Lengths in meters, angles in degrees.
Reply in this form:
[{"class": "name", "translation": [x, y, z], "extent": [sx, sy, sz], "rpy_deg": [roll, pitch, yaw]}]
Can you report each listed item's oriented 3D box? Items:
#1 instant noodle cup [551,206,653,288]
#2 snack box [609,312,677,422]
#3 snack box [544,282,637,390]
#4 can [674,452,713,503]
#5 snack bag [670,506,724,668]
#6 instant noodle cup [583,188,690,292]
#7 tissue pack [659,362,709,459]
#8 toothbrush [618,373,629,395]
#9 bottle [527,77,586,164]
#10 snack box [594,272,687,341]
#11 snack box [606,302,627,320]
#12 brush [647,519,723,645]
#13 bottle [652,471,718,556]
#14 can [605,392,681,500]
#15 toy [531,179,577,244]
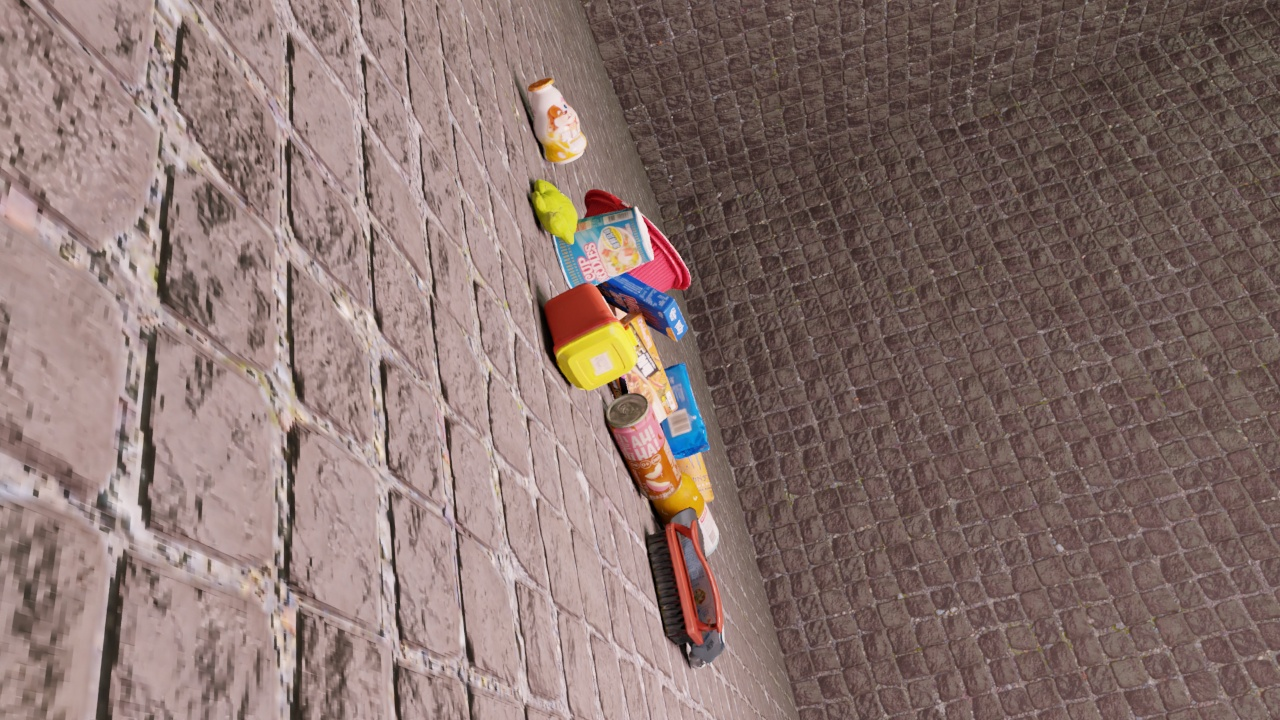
[{"class": "instant noodle cup", "translation": [-0.045, -0.144, 1.152], "extent": [0.099, 0.110, 0.099], "rpy_deg": [-17, 89, -82]}, {"class": "snack box", "translation": [-0.006, 0.019, 1.221], "extent": [0.026, 0.075, 0.154], "rpy_deg": [11, -50, 48]}, {"class": "snack box", "translation": [-0.052, -0.027, 0.940], "extent": [0.091, 0.082, 0.080], "rpy_deg": [63, 2, -59]}, {"class": "can", "translation": [0.079, 0.176, 1.566], "extent": [0.058, 0.058, 0.146], "rpy_deg": [42, 31, -77]}, {"class": "snack bag", "translation": [0.069, 0.292, 1.172], "extent": [0.111, 0.038, 0.190], "rpy_deg": [121, -34, -42]}, {"class": "instant noodle cup", "translation": [-0.024, -0.146, 1.268], "extent": [0.194, 0.065, 0.194], "rpy_deg": [40, -13, 11]}, {"class": "tissue pack", "translation": [0.040, 0.079, 1.356], "extent": [0.052, 0.095, 0.157], "rpy_deg": [64, 9, -57]}, {"class": "toothbrush", "translation": [-0.014, 0.071, 1.191], "extent": [0.017, 0.014, 0.189], "rpy_deg": [-62, 142, -69]}, {"class": "bottle", "translation": [-0.115, -0.321, 1.229], "extent": [0.063, 0.063, 0.108], "rpy_deg": [-96, 166, -59]}, {"class": "snack box", "translation": [-0.014, -0.086, 1.220], "extent": [0.157, 0.026, 0.084], "rpy_deg": [30, -14, 26]}, {"class": "snack box", "translation": [-0.036, -0.084, 1.388], "extent": [0.084, 0.026, 0.157], "rpy_deg": [56, 16, -41]}, {"class": "brush", "translation": [0.054, 0.262, 1.100], "extent": [0.063, 0.069, 0.145], "rpy_deg": [64, 11, -57]}, {"class": "bottle", "translation": [0.058, 0.208, 1.275], "extent": [0.190, 0.068, 0.068], "rpy_deg": [65, 10, -46]}, {"class": "can", "translation": [0.006, 0.110, 1.142], "extent": [0.057, 0.058, 0.147], "rpy_deg": [-99, 169, -50]}, {"class": "toy", "translation": [-0.101, -0.176, 1.087], "extent": [0.096, 0.031, 0.100], "rpy_deg": [57, 16, 7]}]
